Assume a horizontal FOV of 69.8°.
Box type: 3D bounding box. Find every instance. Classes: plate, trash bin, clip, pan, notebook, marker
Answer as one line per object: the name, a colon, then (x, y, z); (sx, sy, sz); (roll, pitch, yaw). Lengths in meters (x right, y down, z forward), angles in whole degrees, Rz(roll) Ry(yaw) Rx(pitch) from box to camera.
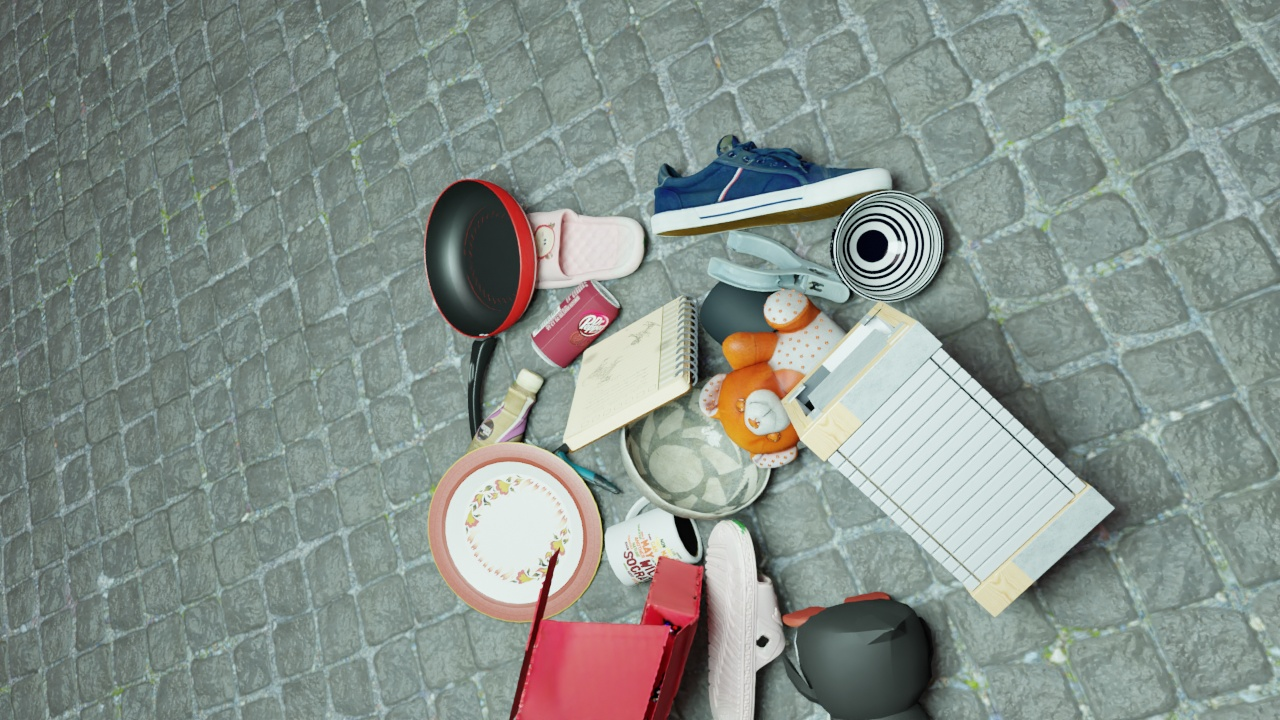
plate: (-0.157, 0.215, 1.156); (0.230, 0.021, 0.230); (1, 95, 12)
trash bin: (0.280, 0.086, 0.874); (0.247, 0.142, 0.142); (42, 100, -6)
clip: (0.163, -0.120, 1.087); (0.174, 0.158, 0.030); (11, 121, -5)
pan: (-0.212, -0.063, 1.235); (0.209, 0.067, 0.356); (3, 100, 43)
notebook: (-0.006, 0.006, 1.069); (0.168, 0.225, 0.024); (-29, 112, 17)
marker: (-0.022, 0.326, 1.101); (0.139, 0.016, 0.022); (-6, 107, 23)

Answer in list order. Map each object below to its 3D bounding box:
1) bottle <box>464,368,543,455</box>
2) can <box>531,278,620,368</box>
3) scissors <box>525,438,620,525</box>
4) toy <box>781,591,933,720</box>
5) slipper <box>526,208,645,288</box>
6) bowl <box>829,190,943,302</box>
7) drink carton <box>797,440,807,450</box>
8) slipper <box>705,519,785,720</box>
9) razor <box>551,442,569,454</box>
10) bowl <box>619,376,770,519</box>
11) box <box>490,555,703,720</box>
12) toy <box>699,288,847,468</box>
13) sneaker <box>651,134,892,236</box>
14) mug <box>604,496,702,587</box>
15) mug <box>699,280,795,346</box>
bottle: (-0.178, 0.090, 1.198); (0.060, 0.059, 0.166); (29, 92, 27)
can: (-0.084, -0.047, 1.180); (0.114, 0.063, 0.063); (-45, 65, 11)
scissors: (-0.088, 0.151, 1.151); (0.123, 0.019, 0.148); (-22, 88, 26)
toy: (0.233, 0.337, 0.908); (0.159, 0.140, 0.184); (-10, 85, -14)
slipper: (-0.095, -0.149, 1.211); (0.222, 0.055, 0.106); (4, 82, 27)
bowl: (0.267, -0.127, 1.022); (0.120, 0.066, 0.120); (0, 98, -2)
drink carton: (0.196, 0.058, 1.038); (0.123, 0.040, 0.058); (-27, 69, 18)
slipper: (0.116, 0.292, 0.997); (0.094, 0.064, 0.239); (-159, 68, -69)
razor: (-0.105, 0.116, 1.182); (0.144, 0.022, 0.042); (-42, 23, 17)
bowl: (0.054, 0.111, 1.053); (0.178, 0.178, 0.081); (61, 150, 23)
box: (-0.020, 0.338, 0.909); (0.121, 0.317, 0.211); (21, 104, 26)
toy: (0.155, 0.029, 0.985); (0.164, 0.092, 0.173); (45, 104, 2)
sneaker: (0.148, -0.222, 1.086); (0.295, 0.120, 0.127); (-2, 91, 28)
mug: (0.015, 0.203, 1.082); (0.090, 0.073, 0.105); (-25, 44, 19)
mug: (0.140, -0.057, 1.073); (0.121, 0.085, 0.094); (-40, 62, -18)
